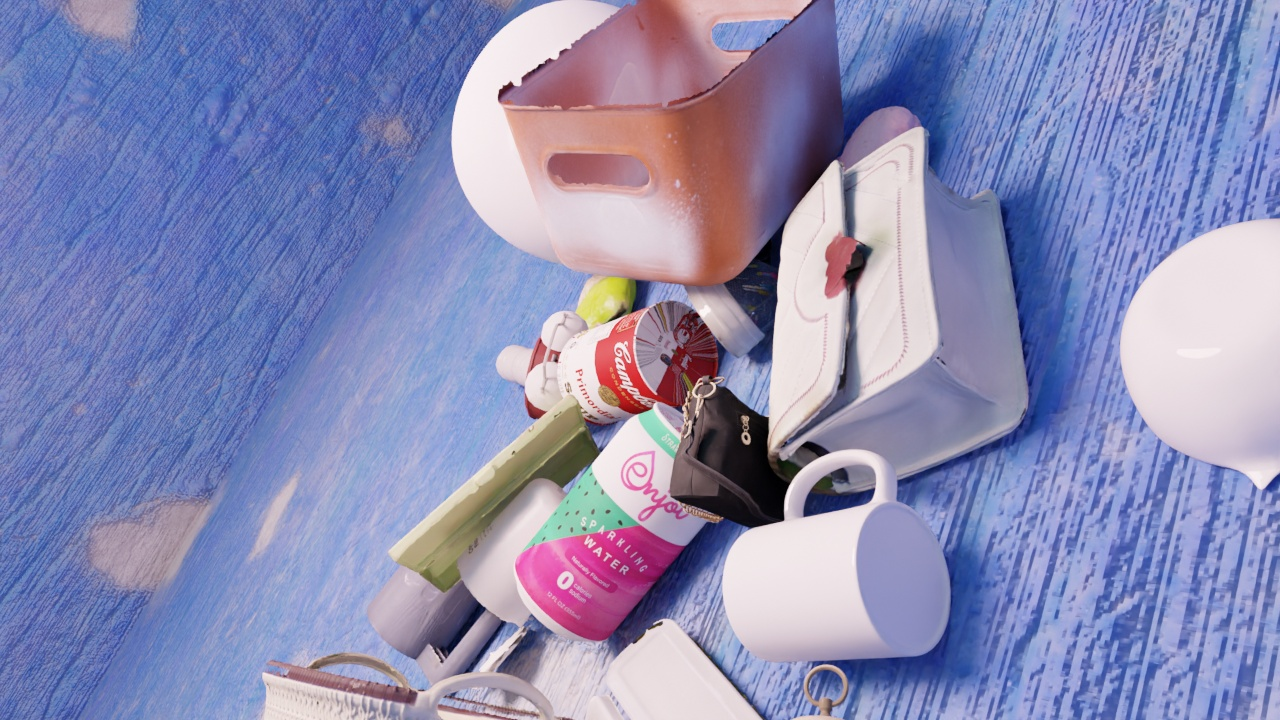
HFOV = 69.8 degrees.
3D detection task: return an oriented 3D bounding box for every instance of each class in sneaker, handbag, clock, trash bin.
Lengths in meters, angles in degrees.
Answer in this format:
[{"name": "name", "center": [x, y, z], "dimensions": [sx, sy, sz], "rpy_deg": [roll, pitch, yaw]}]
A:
[{"name": "sneaker", "center": [0.068, -0.093, 0.777], "dimensions": [0.079, 0.087, 0.235], "rpy_deg": [-37, 30, 11]}, {"name": "handbag", "center": [0.140, -0.032, 0.558], "dimensions": [0.142, 0.096, 0.198], "rpy_deg": [-33, 35, 40]}, {"name": "clock", "center": [-0.074, 0.011, 0.862], "dimensions": [0.138, 0.048, 0.096], "rpy_deg": [75, -152, -67]}, {"name": "trash bin", "center": [0.039, -0.185, 0.727], "dimensions": [0.182, 0.157, 0.258], "rpy_deg": [10, 42, 32]}, {"name": "handbag", "center": [0.062, 0.059, 0.561], "dimensions": [0.054, 0.128, 0.079], "rpy_deg": [-5, 69, 32]}, {"name": "clock", "center": [0.078, 0.201, 0.398], "dimensions": [0.093, 0.054, 0.140], "rpy_deg": [-8, 51, 23]}]

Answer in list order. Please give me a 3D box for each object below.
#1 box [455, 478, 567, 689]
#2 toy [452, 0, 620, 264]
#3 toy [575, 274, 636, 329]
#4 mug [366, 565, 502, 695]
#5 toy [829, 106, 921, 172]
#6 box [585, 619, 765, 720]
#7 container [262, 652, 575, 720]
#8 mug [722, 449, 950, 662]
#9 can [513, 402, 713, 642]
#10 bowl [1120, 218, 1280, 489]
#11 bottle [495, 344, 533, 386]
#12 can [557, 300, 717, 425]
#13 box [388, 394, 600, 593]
[{"name": "box", "center": [-0.106, 0.180, 0.743], "dimensions": [0.165, 0.094, 0.084], "rpy_deg": [-44, 5, 2]}, {"name": "toy", "center": [-0.066, -0.234, 0.972], "dimensions": [0.263, 0.266, 0.280], "rpy_deg": [-61, 1, 2]}, {"name": "toy", "center": [-0.038, -0.064, 0.968], "dimensions": [0.092, 0.043, 0.117], "rpy_deg": [-46, 24, 25]}, {"name": "mug", "center": [-0.178, 0.223, 0.843], "dimensions": [0.104, 0.083, 0.124], "rpy_deg": [-52, 49, 3]}, {"name": "toy", "center": [0.166, -0.138, 0.695], "dimensions": [0.108, 0.053, 0.105], "rpy_deg": [-66, 16, -19]}, {"name": "box", "center": [0.023, 0.239, 0.514], "dimensions": [0.128, 0.045, 0.210], "rpy_deg": [-59, 26, -1]}, {"name": "container", "center": [-0.170, 0.283, 0.637], "dimensions": [0.252, 0.184, 0.143], "rpy_deg": [-18, 53, 51]}, {"name": "mug", "center": [0.103, 0.100, 0.484], "dimensions": [0.091, 0.073, 0.110], "rpy_deg": [-24, 49, 48]}, {"name": "can", "center": [-0.012, 0.116, 0.654], "dimensions": [0.166, 0.088, 0.088], "rpy_deg": [-51, 26, 9]}, {"name": "bowl", "center": [0.256, -0.016, 0.389], "dimensions": [0.115, 0.050, 0.114], "rpy_deg": [-41, 29, 29]}, {"name": "bottle", "center": [-0.121, 0.009, 1.022], "dimensions": [0.044, 0.044, 0.136], "rpy_deg": [-60, 26, -9]}, {"name": "can", "center": [-0.004, 0.005, 0.776], "dimensions": [0.117, 0.086, 0.086], "rpy_deg": [-18, 44, 52]}, {"name": "box", "center": [-0.116, 0.111, 0.761], "dimensions": [0.187, 0.138, 0.030], "rpy_deg": [-42, 67, -11]}]
